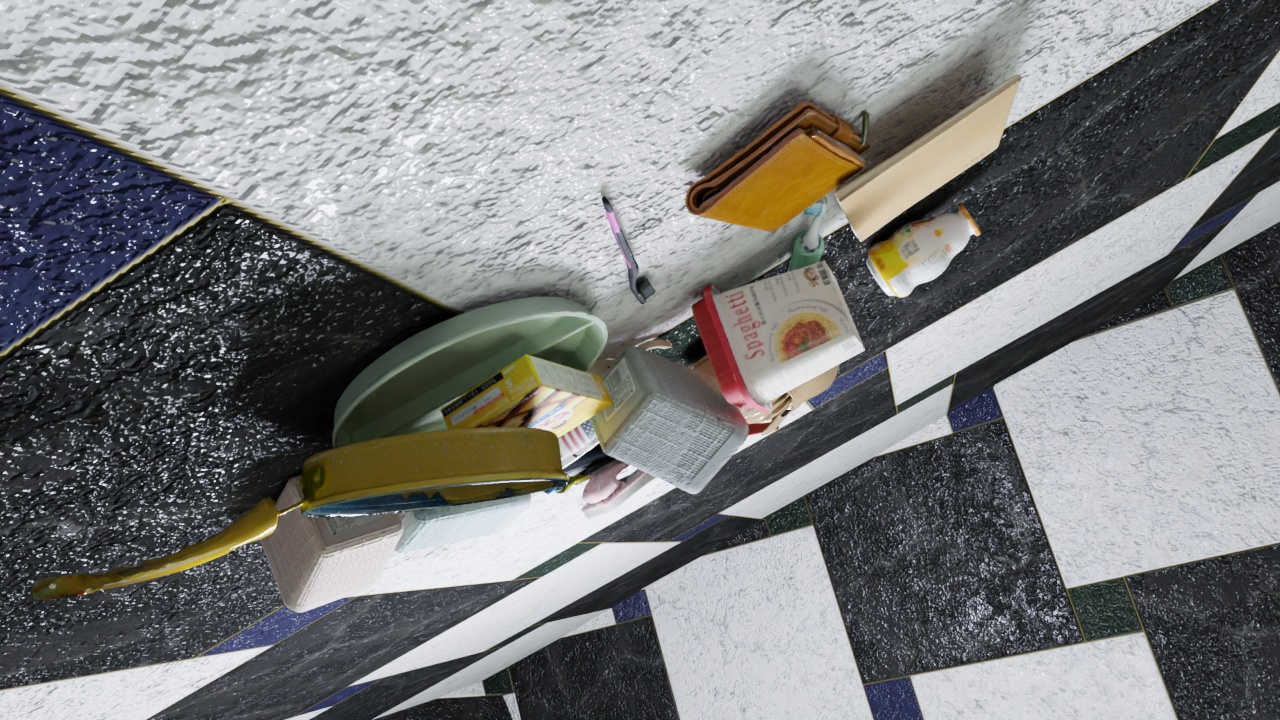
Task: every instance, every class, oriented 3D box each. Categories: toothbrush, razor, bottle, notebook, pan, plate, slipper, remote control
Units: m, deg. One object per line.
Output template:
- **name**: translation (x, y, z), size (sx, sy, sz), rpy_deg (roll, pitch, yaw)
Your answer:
- **toothbrush**: translation (0.151, -0.093, 0.839), size (0.027, 0.026, 0.225), rpy_deg (-4, 162, 1)
- **toothbrush**: translation (-0.007, -0.078, 0.673), size (0.018, 0.014, 0.189), rpy_deg (-37, 163, -4)
- **razor**: translation (-0.066, 0.140, 1.168), size (0.142, 0.022, 0.043), rpy_deg (-24, -160, -29)
- **bottle**: translation (0.285, -0.112, 0.925), size (0.108, 0.063, 0.063), rpy_deg (-33, 162, 18)
- **notebook**: translation (0.237, -0.158, 0.760), size (0.150, 0.012, 0.211), rpy_deg (-33, 170, 15)
- **pan**: translation (-0.217, 0.105, 0.648), size (0.356, 0.078, 0.198), rpy_deg (0, 166, -35)
- **plate**: translation (-0.134, 0.016, 0.726), size (0.230, 0.027, 0.230), rpy_deg (-26, 162, -9)
- **slipper**: translation (-0.018, 0.145, 1.136), size (0.114, 0.054, 0.275), rpy_deg (-29, 173, -22)
- **remote control**: translation (-0.068, 0.118, 1.101), size (0.137, 0.024, 0.053), rpy_deg (-22, 173, 16)

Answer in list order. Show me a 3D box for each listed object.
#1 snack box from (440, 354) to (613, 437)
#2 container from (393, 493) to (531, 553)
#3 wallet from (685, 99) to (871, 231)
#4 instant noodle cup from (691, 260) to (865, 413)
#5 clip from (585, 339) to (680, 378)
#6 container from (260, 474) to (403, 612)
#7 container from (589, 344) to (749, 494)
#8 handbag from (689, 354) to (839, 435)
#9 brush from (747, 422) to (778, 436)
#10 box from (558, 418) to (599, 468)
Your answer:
- **snack box**: translation (-0.089, 0.038, 0.753), size (0.087, 0.033, 0.140), rpy_deg (-32, 164, 14)
- **container**: translation (-0.179, 0.120, 0.853), size (0.111, 0.090, 0.090), rpy_deg (-9, 154, -40)
- **wallet**: translation (0.107, -0.134, 0.646), size (0.119, 0.035, 0.130), rpy_deg (-38, 163, 25)
- **instant noodle cup**: translation (0.128, -0.025, 0.828), size (0.124, 0.116, 0.116), rpy_deg (-22, 164, 15)
- **clip**: translation (-0.004, 0.004, 0.877), size (0.098, 0.035, 0.099), rpy_deg (-28, 156, 17)
- **container**: translation (-0.269, 0.149, 0.804), size (0.089, 0.090, 0.111), rpy_deg (-13, 154, -39)
- **container**: translation (0.019, 0.052, 0.839), size (0.114, 0.090, 0.090), rpy_deg (25, 113, -34)
- **handbag**: translation (0.143, 0.018, 1.021), size (0.148, 0.099, 0.204), rpy_deg (-39, 163, 24)
- **brush**: translation (0.141, 0.069, 1.214), size (0.069, 0.063, 0.145), rpy_deg (-20, 171, 37)
- **box**: translation (-0.087, 0.066, 0.924), size (0.162, 0.075, 0.085), rpy_deg (-33, 129, 26)
